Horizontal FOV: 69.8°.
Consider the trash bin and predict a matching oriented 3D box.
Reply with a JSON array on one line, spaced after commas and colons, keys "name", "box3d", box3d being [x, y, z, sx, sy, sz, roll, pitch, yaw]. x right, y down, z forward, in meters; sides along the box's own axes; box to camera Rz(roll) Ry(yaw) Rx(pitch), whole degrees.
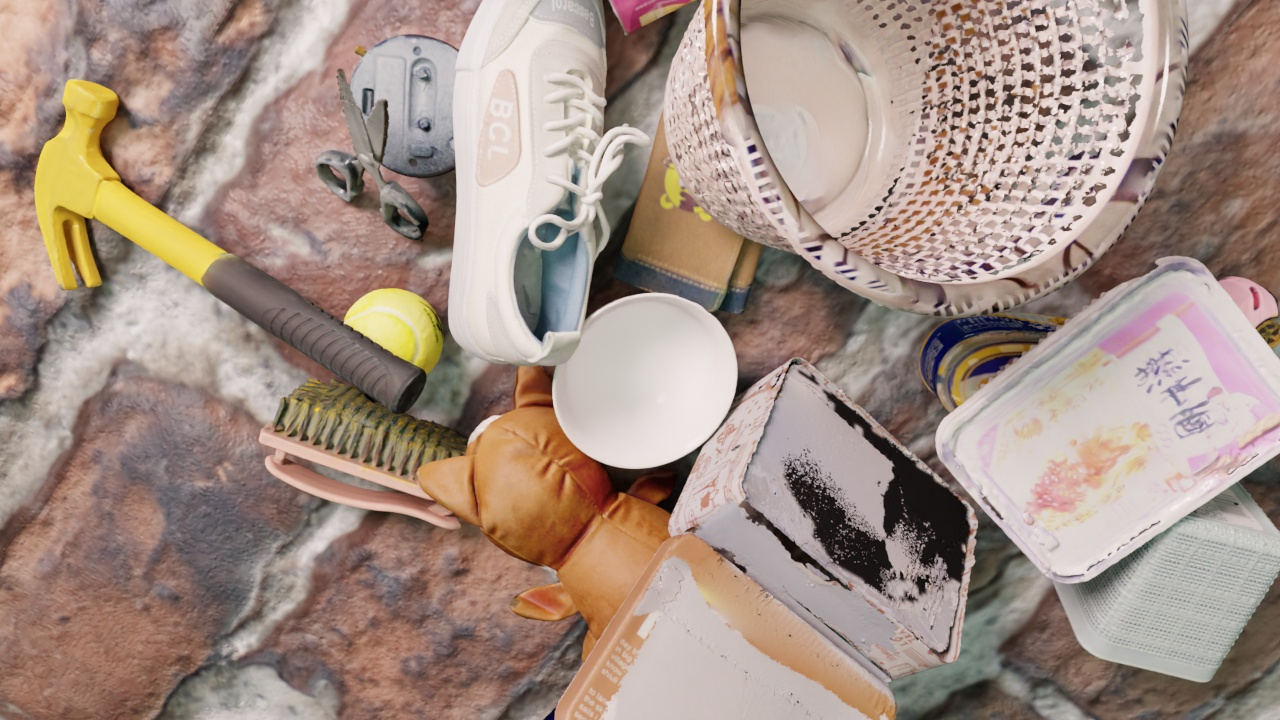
[{"name": "trash bin", "box3d": [0.109, -0.137, 0.462, 0.227, 0.192, 0.227, -1, 95, -16]}]

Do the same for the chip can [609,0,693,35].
[{"name": "chip can", "box3d": [0.071, -0.260, 0.508, 0.211, 0.071, 0.071, -23, 105, 11]}]

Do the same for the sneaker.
[{"name": "sneaker", "box3d": [-0.051, -0.114, 0.516, 0.089, 0.091, 0.242, 5, 95, -41]}]

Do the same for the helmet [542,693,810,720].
[{"name": "helmet", "box3d": [0.048, 0.361, 0.623, 0.315, 0.240, 0.248, 24, 109, -5]}]

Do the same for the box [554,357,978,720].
[{"name": "box", "box3d": [0.088, 0.151, 0.547, 0.178, 0.259, 0.105, 40, 137, -9]}]

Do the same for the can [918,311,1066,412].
[{"name": "can", "box3d": [0.260, 0.011, 0.594, 0.148, 0.049, 0.075, 8, 108, 1]}]

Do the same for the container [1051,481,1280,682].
[{"name": "container", "box3d": [0.340, 0.130, 0.595, 0.090, 0.090, 0.112, 13, 119, -1]}]

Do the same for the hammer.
[{"name": "hammer", "box3d": [-0.264, -0.054, 0.577, 0.301, 0.032, 0.129, 30, 108, 11]}]

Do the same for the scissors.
[{"name": "scissors", "box3d": [-0.163, -0.118, 0.532, 0.156, 0.168, 0.014, 20, 71, 32]}]

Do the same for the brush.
[{"name": "brush", "box3d": [-0.183, 0.068, 0.635, 0.145, 0.063, 0.073, 21, 104, -5]}]

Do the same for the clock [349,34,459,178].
[{"name": "clock", "box3d": [-0.118, -0.154, 0.562, 0.122, 0.055, 0.082, 7, 107, 0]}]

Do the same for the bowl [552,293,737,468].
[{"name": "bowl", "box3d": [-0.004, 0.003, 0.594, 0.118, 0.064, 0.118, -6, 114, -13]}]

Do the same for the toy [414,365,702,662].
[{"name": "toy", "box3d": [-0.046, 0.107, 0.614, 0.199, 0.139, 0.131, 45, 142, -12]}]

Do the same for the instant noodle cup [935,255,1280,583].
[{"name": "instant noodle cup", "box3d": [0.272, 0.032, 0.541, 0.174, 0.060, 0.138, -41, 101, 13]}]

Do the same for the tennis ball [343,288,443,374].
[{"name": "tennis ball", "box3d": [-0.163, -0.015, 0.604, 0.065, 0.065, 0.065, 1, 108, 3]}]

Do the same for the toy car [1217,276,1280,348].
[{"name": "toy car", "box3d": [0.360, 0.007, 0.583, 0.037, 0.056, 0.122, 11, 108, -4]}]

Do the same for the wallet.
[{"name": "wallet", "box3d": [0.040, -0.093, 0.585, 0.090, 0.033, 0.115, 17, 105, -1]}]
